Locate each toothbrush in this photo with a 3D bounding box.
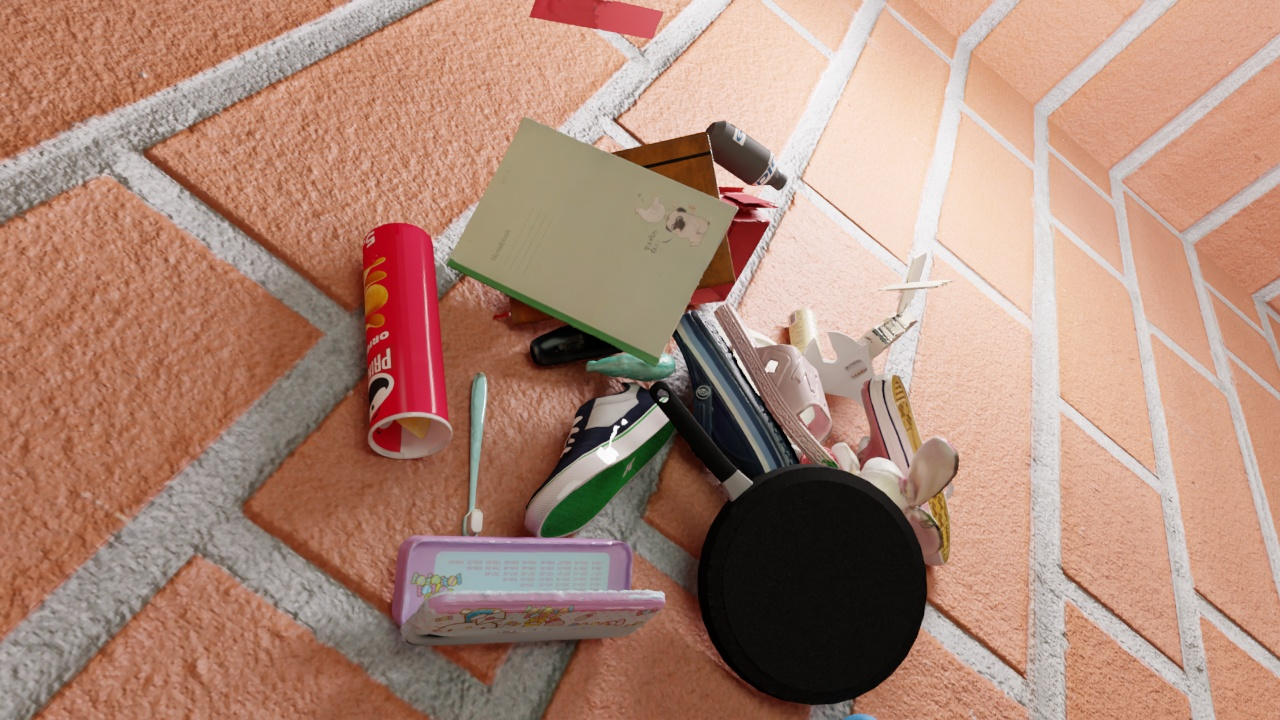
[{"bbox_3d":[-0.149,0.081,0.837,0.016,0.017,0.180,19,45,-26],"label":"toothbrush"}]

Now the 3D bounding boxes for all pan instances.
[{"bbox_3d":[0.126,0.160,0.871,0.225,0.034,0.356,-39,91,-14],"label":"pan"}]

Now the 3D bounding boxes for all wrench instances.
[{"bbox_3d":[0.306,0.078,1.176,0.273,0.087,0.018,53,14,-7],"label":"wrench"}]

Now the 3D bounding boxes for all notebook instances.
[{"bbox_3d":[-0.053,-0.126,0.941,0.252,0.182,0.010,26,-4,13],"label":"notebook"},{"bbox_3d":[-0.039,-0.142,0.956,0.014,0.249,0.178,41,39,-76],"label":"notebook"}]

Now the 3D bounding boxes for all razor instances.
[{"bbox_3d":[-0.056,-0.025,0.986,0.151,0.067,0.054,-19,101,-33],"label":"razor"}]

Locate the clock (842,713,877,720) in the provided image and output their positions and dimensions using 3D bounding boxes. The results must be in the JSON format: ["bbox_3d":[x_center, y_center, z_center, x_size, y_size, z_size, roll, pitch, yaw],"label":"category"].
[{"bbox_3d":[0.197,0.364,0.797,0.161,0.117,0.060,34,30,-17],"label":"clock"}]

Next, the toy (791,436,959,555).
[{"bbox_3d":[0.249,0.141,1.025,0.194,0.159,0.084,12,35,25],"label":"toy"}]

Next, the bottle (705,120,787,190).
[{"bbox_3d":[0.122,-0.232,1.058,0.112,0.047,0.046,30,42,-19],"label":"bottle"}]

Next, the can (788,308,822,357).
[{"bbox_3d":[0.218,-0.028,1.215,0.038,0.038,0.079,23,44,-22],"label":"can"}]

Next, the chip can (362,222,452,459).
[{"bbox_3d":[-0.215,-0.023,0.832,0.069,0.069,0.220,11,49,-32],"label":"chip can"}]

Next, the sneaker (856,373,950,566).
[{"bbox_3d":[0.303,0.137,1.108,0.118,0.088,0.241,-19,91,-59],"label":"sneaker"}]

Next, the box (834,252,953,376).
[{"bbox_3d":[0.329,-0.063,1.217,0.069,0.192,0.143,50,33,10],"label":"box"}]

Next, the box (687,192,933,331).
[{"bbox_3d":[0.124,-0.084,1.018,0.213,0.153,0.325,-9,32,-46],"label":"box"}]

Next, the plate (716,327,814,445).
[{"bbox_3d":[0.146,0.025,1.113,0.182,0.034,0.182,22,44,-23],"label":"plate"}]

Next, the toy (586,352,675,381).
[{"bbox_3d":[-0.006,0.006,0.960,0.105,0.085,0.033,-14,105,-79],"label":"toy"}]

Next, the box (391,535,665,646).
[{"bbox_3d":[-0.089,0.192,0.741,0.213,0.077,0.096,9,20,-34],"label":"box"}]

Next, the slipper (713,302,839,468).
[{"bbox_3d":[0.159,0.017,1.013,0.094,0.064,0.239,42,15,-54],"label":"slipper"}]

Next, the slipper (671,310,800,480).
[{"bbox_3d":[0.094,0.066,0.994,0.252,0.095,0.105,62,8,13],"label":"slipper"}]

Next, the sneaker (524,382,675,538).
[{"bbox_3d":[-0.049,0.087,0.872,0.079,0.084,0.234,34,36,15],"label":"sneaker"}]
